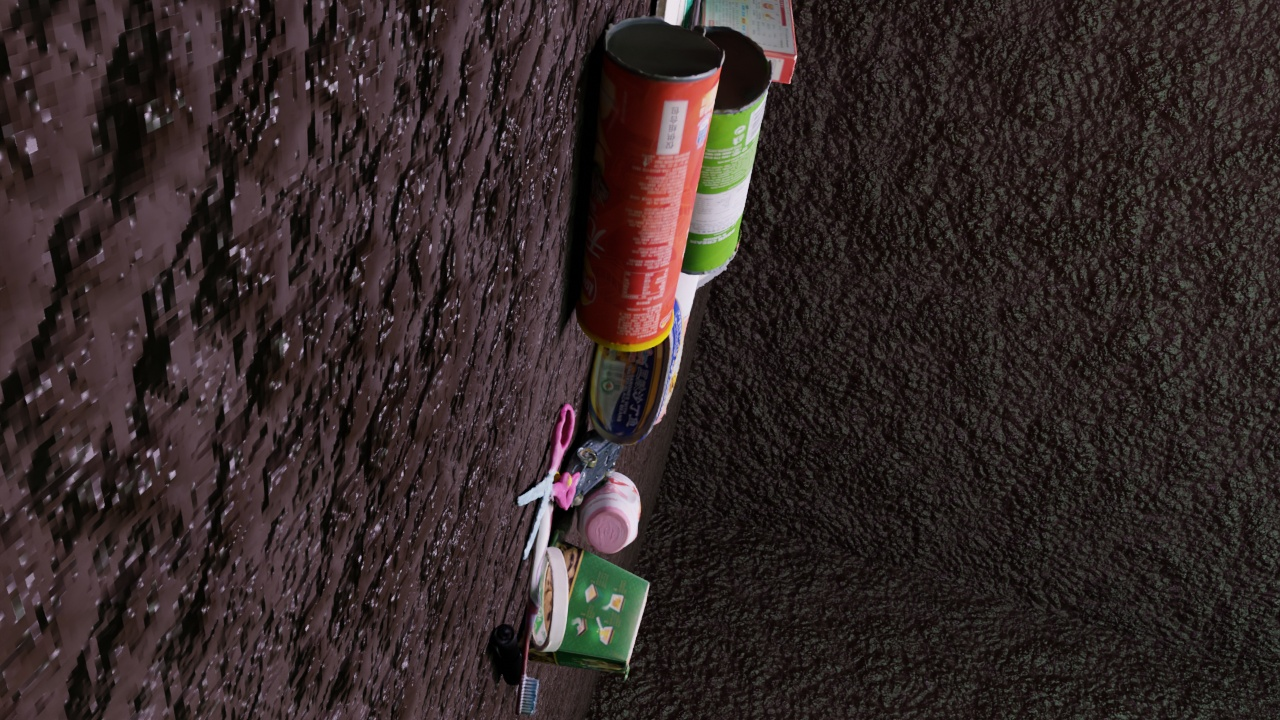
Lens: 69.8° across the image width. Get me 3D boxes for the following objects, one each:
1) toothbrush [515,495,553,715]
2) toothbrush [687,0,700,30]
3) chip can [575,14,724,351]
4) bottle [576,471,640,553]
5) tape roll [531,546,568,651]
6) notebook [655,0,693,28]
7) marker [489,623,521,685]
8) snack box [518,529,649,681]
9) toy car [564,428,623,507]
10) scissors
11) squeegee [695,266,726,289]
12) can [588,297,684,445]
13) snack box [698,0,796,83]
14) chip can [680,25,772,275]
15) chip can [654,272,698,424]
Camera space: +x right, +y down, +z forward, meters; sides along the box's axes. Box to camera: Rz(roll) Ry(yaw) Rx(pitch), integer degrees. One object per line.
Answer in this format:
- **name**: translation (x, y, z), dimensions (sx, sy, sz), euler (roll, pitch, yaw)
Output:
- **toothbrush**: translation (-0.083, 0.193, 0.741), dimensions (0.016, 0.017, 0.187), euler (88, 8, -88)
- **toothbrush**: translation (0.035, -0.234, 0.729), dimensions (0.018, 0.016, 0.181), euler (-59, 164, -50)
- **chip can**: translation (0.000, -0.102, 0.586), dimensions (0.217, 0.073, 0.073), euler (99, 8, -47)
- **bottle**: translation (-0.032, 0.153, 0.908), dimensions (0.197, 0.068, 0.068), euler (176, -70, -89)
- **tape roll**: translation (-0.079, 0.201, 0.773), dimensions (0.086, 0.014, 0.086), euler (-176, -90, -70)
- **notebook**: translation (0.025, -0.250, 0.741), dimensions (0.210, 0.012, 0.150), euler (98, 9, -54)
- **marker**: translation (-0.108, 0.245, 0.755), dimensions (0.022, 0.020, 0.132), euler (-52, 164, -27)
- **snack box**: translation (-0.050, 0.246, 0.899), dimensions (0.118, 0.105, 0.117), euler (97, 10, -64)
- **toy car**: translation (-0.047, 0.094, 0.871), dimensions (0.120, 0.037, 0.054), euler (-41, 154, -63)
- **scissors**: translation (-0.069, 0.088, 0.708), dimensions (0.133, 0.017, 0.124), euler (-6, 103, -76)
- **squeegee**: translation (0.045, -0.182, 1.014), dimensions (0.245, 0.039, 0.247), euler (-38, 141, -52)
- **can**: translation (-0.005, 0.005, 0.842), dimensions (0.049, 0.074, 0.148), euler (-56, 161, -63)
- **snack box**: translation (0.089, -0.290, 0.779), dimensions (0.027, 0.077, 0.155), euler (100, -3, -46)
- **chip can**: translation (0.051, -0.147, 0.698), dimensions (0.236, 0.072, 0.072), euler (90, 16, -70)
- **chip can**: translation (0.011, -0.032, 0.910), dimensions (0.071, 0.071, 0.215), euler (-68, 172, -50)
